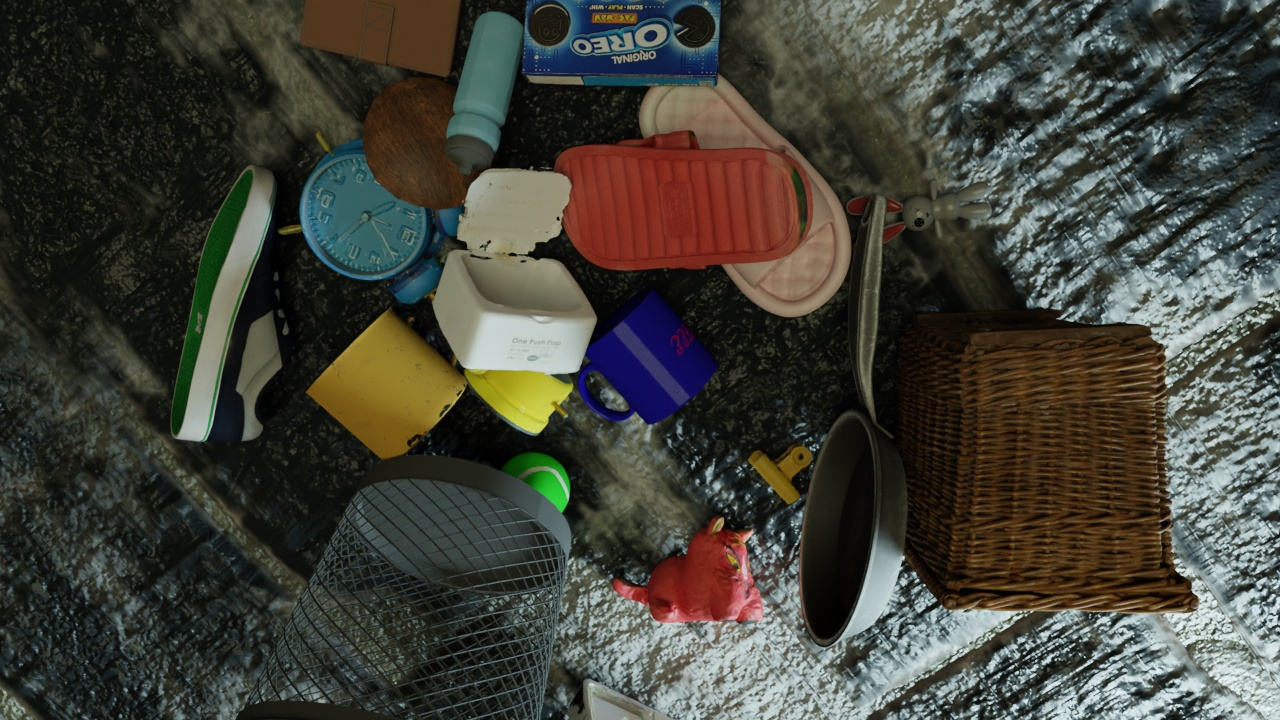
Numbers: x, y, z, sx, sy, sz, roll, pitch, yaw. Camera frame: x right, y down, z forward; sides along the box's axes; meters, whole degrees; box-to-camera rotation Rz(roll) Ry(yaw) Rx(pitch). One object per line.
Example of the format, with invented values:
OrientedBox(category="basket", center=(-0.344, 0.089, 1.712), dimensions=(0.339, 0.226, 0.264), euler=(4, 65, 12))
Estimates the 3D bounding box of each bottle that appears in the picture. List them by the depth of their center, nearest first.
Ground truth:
OrientedBox(category="bottle", center=(-0.119, -0.200, 0.696), dimensions=(0.040, 0.040, 0.130), euler=(11, 73, 0))

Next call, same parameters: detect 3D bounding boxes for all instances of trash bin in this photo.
OrientedBox(category="trash bin", center=(-0.170, 0.221, 0.719), dimensions=(0.218, 0.226, 0.218), euler=(8, 140, 6))

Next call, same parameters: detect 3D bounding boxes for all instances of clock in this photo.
OrientedBox(category="clock", center=(-0.201, -0.113, 0.746), dimensions=(0.161, 0.060, 0.117), euler=(23, 105, -7))
OrientedBox(category="clock", center=(-0.111, 0.009, 0.766), dimensions=(0.118, 0.083, 0.057), euler=(41, 98, -11))

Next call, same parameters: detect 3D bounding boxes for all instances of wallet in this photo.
OrientedBox(category="wallet", center=(-0.202, -0.278, 0.723), dimensions=(0.121, 0.013, 0.087), euler=(12, 102, -1))

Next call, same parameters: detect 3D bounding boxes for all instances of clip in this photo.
OrientedBox(category="clip", center=(0.128, 0.095, 0.806), dimensions=(0.049, 0.044, 0.054), euler=(-35, 101, 37))

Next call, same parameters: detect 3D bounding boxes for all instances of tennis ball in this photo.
OrientedBox(category="tennis ball", center=(-0.094, 0.113, 0.803), dimensions=(0.065, 0.065, 0.065), euler=(1, 106, 2))

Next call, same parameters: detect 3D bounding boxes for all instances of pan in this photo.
OrientedBox(category="pan", center=(0.174, 0.050, 0.727), dimensions=(0.055, 0.187, 0.357), euler=(10, 93, -4))

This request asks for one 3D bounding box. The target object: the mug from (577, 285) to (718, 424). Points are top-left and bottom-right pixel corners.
OrientedBox(category="mug", center=(-0.005, 0.004, 0.763), dimensions=(0.111, 0.079, 0.083), euler=(-37, 101, 23))

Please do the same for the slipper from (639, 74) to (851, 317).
OrientedBox(category="slipper", center=(0.085, -0.135, 0.728), dimensions=(0.107, 0.055, 0.221), euler=(-37, 98, 11))

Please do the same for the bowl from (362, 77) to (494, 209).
OrientedBox(category="bowl", center=(-0.160, -0.174, 0.709), dimensions=(0.102, 0.026, 0.114), euler=(13, 69, -20))

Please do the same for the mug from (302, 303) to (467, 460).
OrientedBox(category="mug", center=(-0.201, 0.014, 0.768), dimensions=(0.094, 0.101, 0.123), euler=(45, 74, -11))

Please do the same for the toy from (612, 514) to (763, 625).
OrientedBox(category="toy", center=(0.042, 0.191, 0.830), dimensions=(0.133, 0.088, 0.094), euler=(-7, 73, 24))

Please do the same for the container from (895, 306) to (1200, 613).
OrientedBox(category="container", center=(0.276, 0.058, 0.688), dimensions=(0.162, 0.249, 0.183), euler=(-2, 96, 3))

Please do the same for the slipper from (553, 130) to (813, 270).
OrientedBox(category="slipper", center=(0.030, -0.118, 0.684), dimensions=(0.249, 0.059, 0.103), euler=(12, 114, 43))

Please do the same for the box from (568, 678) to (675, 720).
OrientedBox(category="box", center=(0.018, 0.342, 0.806), dimensions=(0.143, 0.186, 0.070), euler=(28, 93, -10))

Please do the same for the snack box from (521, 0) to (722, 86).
OrientedBox(category="snack box", center=(-0.014, -0.252, 0.697), dimensions=(0.150, 0.027, 0.082), euler=(2, 87, 8))

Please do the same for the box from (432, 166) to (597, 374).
OrientedBox(category="box", center=(-0.089, -0.077, 0.709), dimensions=(0.108, 0.121, 0.137), euler=(4, 127, -33))

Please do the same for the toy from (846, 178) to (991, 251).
OrientedBox(category="toy", center=(0.224, -0.119, 0.739), dimensions=(0.112, 0.030, 0.049), euler=(-10, 109, 10))

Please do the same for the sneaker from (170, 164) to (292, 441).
OrientedBox(category="sneaker", center=(-0.327, -0.043, 0.773), dimensions=(0.079, 0.084, 0.235), euler=(11, 100, -37))
